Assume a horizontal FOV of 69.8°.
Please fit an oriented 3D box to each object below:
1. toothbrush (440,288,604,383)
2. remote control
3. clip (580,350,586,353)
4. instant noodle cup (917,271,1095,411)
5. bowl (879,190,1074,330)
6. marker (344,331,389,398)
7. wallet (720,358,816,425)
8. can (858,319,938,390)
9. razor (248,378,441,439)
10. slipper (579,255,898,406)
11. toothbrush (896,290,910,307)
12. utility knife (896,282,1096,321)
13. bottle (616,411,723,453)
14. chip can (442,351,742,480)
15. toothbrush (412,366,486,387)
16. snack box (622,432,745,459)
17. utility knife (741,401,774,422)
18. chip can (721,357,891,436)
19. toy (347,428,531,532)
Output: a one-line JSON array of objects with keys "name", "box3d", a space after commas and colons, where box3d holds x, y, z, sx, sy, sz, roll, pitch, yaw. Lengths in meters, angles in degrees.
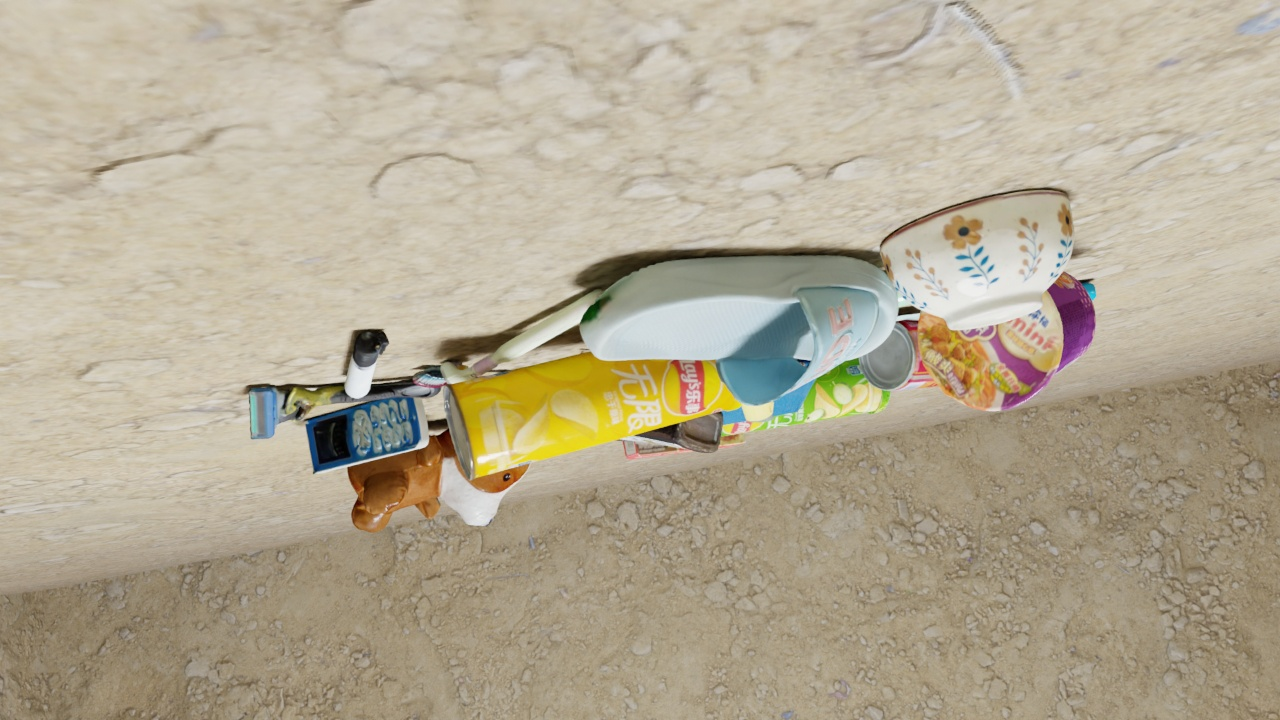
[{"name": "toothbrush", "box3d": [-0.081, -0.013, 0.621, 0.029, 0.020, 0.190, 34, 145, -27]}, {"name": "remote control", "box3d": [-0.237, 0.063, 0.791, 0.125, 0.049, 0.024, -14, 172, 22]}, {"name": "clip", "box3d": [-0.012, 0.008, 0.761, 0.104, 0.034, 0.081, 4, 163, -37]}, {"name": "instant noodle cup", "box3d": [0.285, -0.026, 0.699, 0.099, 0.111, 0.112, -14, 175, -42]}, {"name": "bowl", "box3d": [0.212, -0.055, 0.566, 0.113, 0.062, 0.113, -11, 171, -2]}, {"name": "marker", "box3d": [-0.184, 0.004, 0.613, 0.022, 0.018, 0.131, -16, 172, -23]}, {"name": "wallet", "box3d": [0.096, 0.024, 0.861, 0.133, 0.040, 0.107, -9, 146, -14]}, {"name": "can", "box3d": [0.259, -0.007, 0.854, 0.093, 0.066, 0.067, -3, 168, -34]}, {"name": "razor", "box3d": [-0.220, 0.026, 0.690, 0.142, 0.022, 0.043, -8, 126, -29]}, {"name": "slipper", "box3d": [0.076, -0.015, 0.578, 0.245, 0.074, 0.104, -1, 155, -36]}, {"name": "toothbrush", "box3d": [0.174, -0.048, 0.661, 0.225, 0.026, 0.027, -15, -173, 23]}, {"name": "utility knife", "box3d": [0.316, -0.049, 0.824, 0.206, 0.018, 0.034, -7, 170, -11]}, {"name": "bottle", "box3d": [-0.022, 0.053, 0.842, 0.195, 0.044, 0.079, 2, 168, 39]}, {"name": "chip can", "box3d": [-0.031, 0.026, 0.668, 0.213, 0.072, 0.072, -14, 171, -19]}, {"name": "toothbrush", "box3d": [-0.108, 0.015, 0.755, 0.017, 0.016, 0.187, -29, 160, 33]}, {"name": "snack box", "box3d": [0.044, 0.061, 0.985, 0.152, 0.075, 0.026, -2, 166, -37]}, {"name": "utility knife", "box3d": [0.097, 0.014, 0.791, 0.031, 0.020, 0.195, -19, 154, 2]}, {"name": "chip can", "box3d": [0.153, 0.034, 0.958, 0.221, 0.072, 0.073, -8, 170, -14]}, {"name": "toy", "box3d": [-0.197, 0.116, 0.952, 0.199, 0.130, 0.140, -16, 168, -30]}]
